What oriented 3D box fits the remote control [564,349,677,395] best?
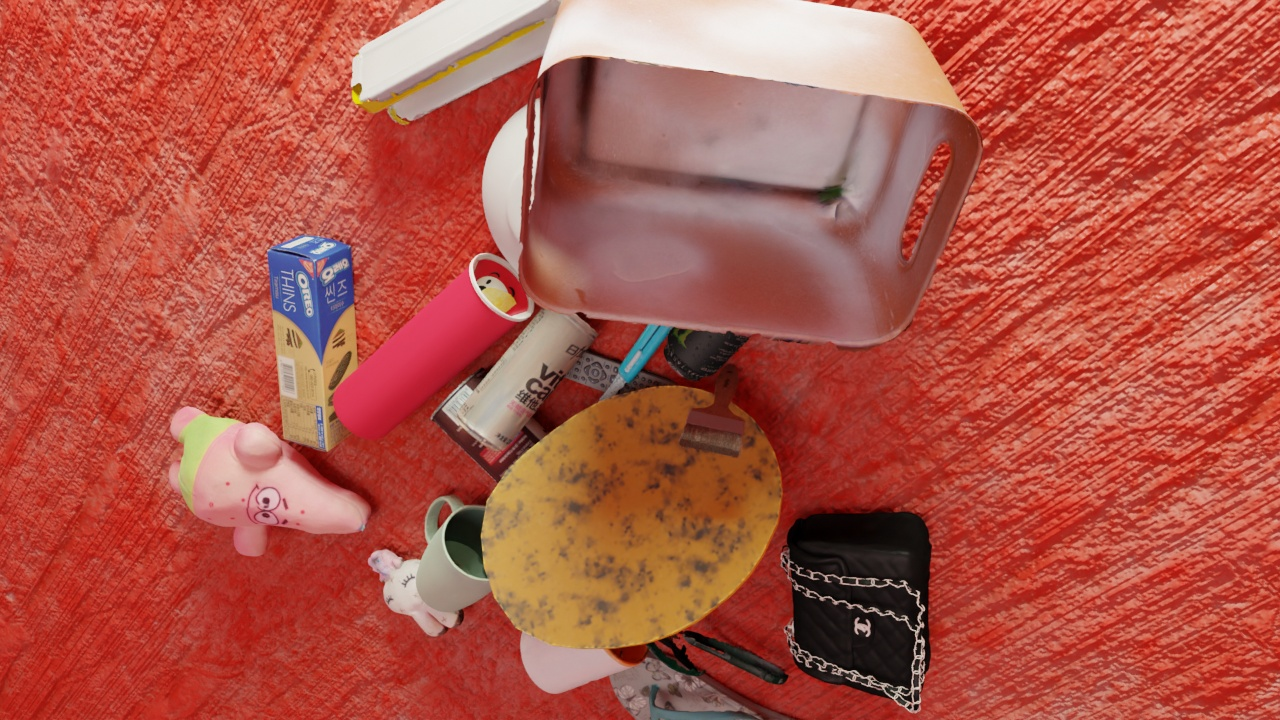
[{"bbox_3d":[-0.035,0.011,0.828,0.136,0.013,0.033,20,115,11],"label":"remote control"}]

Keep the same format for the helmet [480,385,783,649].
[{"bbox_3d":[0.008,0.146,0.789,0.256,0.131,0.205,-24,60,9],"label":"helmet"}]

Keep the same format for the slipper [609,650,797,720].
[{"bbox_3d":[0.085,0.377,0.917,0.269,0.054,0.098,21,120,10],"label":"slipper"}]

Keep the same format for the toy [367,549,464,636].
[{"bbox_3d":[-0.247,0.252,0.996,0.122,0.037,0.079,43,126,2],"label":"toy"}]

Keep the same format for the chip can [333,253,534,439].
[{"bbox_3d":[-0.196,-0.008,0.849,0.221,0.069,0.069,-36,96,29],"label":"chip can"}]

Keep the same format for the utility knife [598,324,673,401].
[{"bbox_3d":[-0.005,0.005,0.803,0.022,0.015,0.177,39,114,11],"label":"utility knife"}]

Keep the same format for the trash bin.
[{"bbox_3d":[0.061,-0.133,0.602,0.259,0.157,0.182,7,132,-3],"label":"trash bin"}]

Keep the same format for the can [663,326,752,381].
[{"bbox_3d":[0.076,-0.043,0.741,0.054,0.053,0.138,42,119,0],"label":"can"}]

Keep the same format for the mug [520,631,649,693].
[{"bbox_3d":[-0.054,0.276,0.908,0.106,0.082,0.082,-31,98,29],"label":"mug"}]

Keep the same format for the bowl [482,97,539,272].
[{"bbox_3d":[-0.057,-0.127,0.748,0.177,0.066,0.177,8,114,17],"label":"bowl"}]

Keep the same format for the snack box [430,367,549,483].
[{"bbox_3d":[-0.129,0.072,0.857,0.121,0.072,0.072,44,119,0],"label":"snack box"}]

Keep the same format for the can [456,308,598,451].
[{"bbox_3d":[-0.099,0.013,0.795,0.054,0.054,0.135,40,88,1],"label":"can"}]

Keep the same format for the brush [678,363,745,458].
[{"bbox_3d":[0.063,0.034,0.727,0.045,0.142,0.008,11,116,6],"label":"brush"}]

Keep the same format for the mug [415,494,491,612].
[{"bbox_3d":[-0.186,0.192,0.931,0.104,0.084,0.111,-47,63,41],"label":"mug"}]

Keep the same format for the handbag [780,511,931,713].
[{"bbox_3d":[0.179,0.216,0.778,0.125,0.114,0.154,2,116,22],"label":"handbag"}]

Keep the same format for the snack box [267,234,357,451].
[{"bbox_3d":[-0.316,-0.015,0.898,0.057,0.056,0.207,14,116,16],"label":"snack box"}]

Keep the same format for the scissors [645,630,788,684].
[{"bbox_3d":[0.060,0.264,0.827,0.203,0.202,0.015,25,87,-11],"label":"scissors"}]

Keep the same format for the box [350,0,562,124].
[{"bbox_3d":[-0.142,-0.258,0.738,0.211,0.070,0.067,-18,84,25],"label":"box"}]

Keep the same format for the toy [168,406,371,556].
[{"bbox_3d":[-0.401,0.135,0.976,0.237,0.096,0.192,19,125,3],"label":"toy"}]
